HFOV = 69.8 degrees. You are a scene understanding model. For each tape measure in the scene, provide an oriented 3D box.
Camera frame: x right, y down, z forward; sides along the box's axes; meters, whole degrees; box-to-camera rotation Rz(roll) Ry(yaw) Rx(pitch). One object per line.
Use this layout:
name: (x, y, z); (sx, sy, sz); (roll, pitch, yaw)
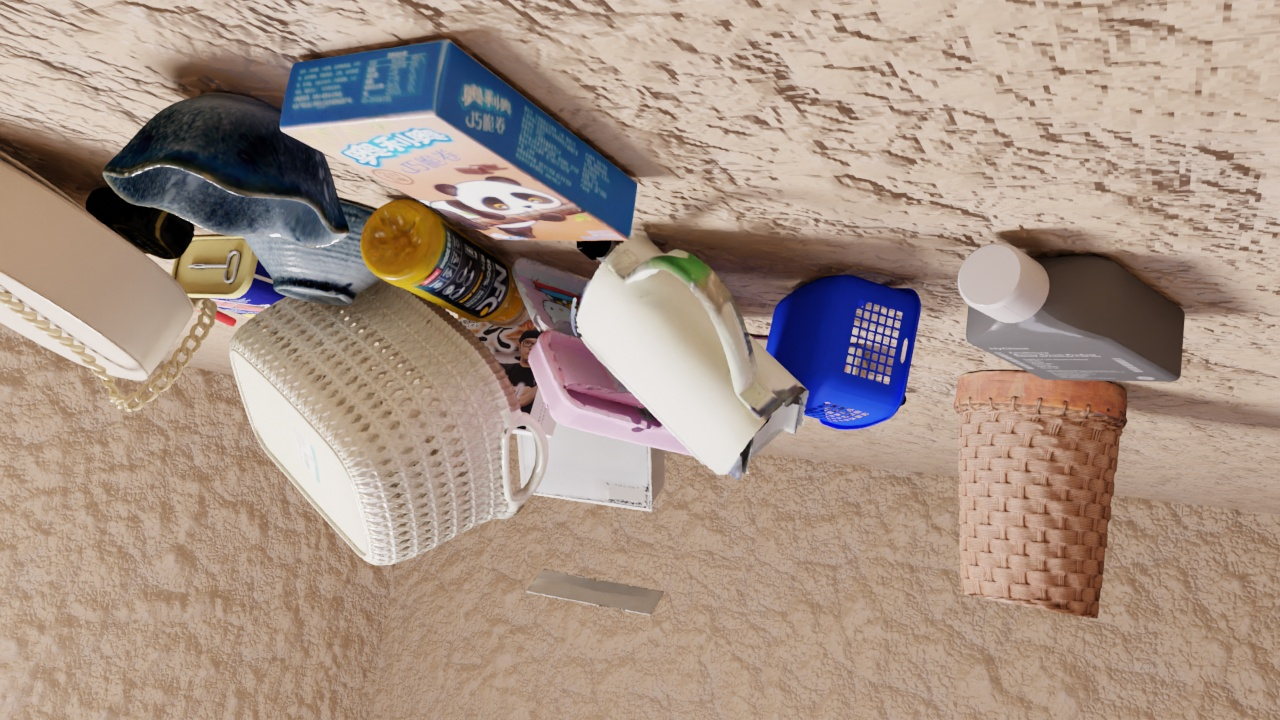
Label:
tape measure: (-0.355, -0.100, 0.661); (0.061, 0.034, 0.062); (13, 160, 15)

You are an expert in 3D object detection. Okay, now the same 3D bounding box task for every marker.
marker: (-0.019, -0.066, 0.600); (0.016, 0.022, 0.138); (1, 169, 17)

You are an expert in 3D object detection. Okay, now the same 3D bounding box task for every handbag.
handbag: (0.026, -0.008, 0.547); (0.151, 0.074, 0.176); (46, 169, 16)
handbag: (-0.431, -0.060, 0.641); (0.211, 0.103, 0.208); (0, 146, 47)

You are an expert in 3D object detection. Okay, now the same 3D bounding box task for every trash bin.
trash bin: (0.368, 0.125, 0.869); (0.151, 0.210, 0.151); (9, 172, 1)

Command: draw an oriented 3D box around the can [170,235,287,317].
can: (-0.331, -0.068, 0.792); (0.116, 0.056, 0.092); (4, 170, 31)

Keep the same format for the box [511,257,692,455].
box: (-0.004, 0.004, 0.692); (0.201, 0.038, 0.152); (17, -147, -41)

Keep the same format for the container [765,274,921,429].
container: (0.126, -0.007, 0.610); (0.058, 0.096, 0.114); (15, 171, -14)

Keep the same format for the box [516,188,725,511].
box: (-0.016, -0.027, 1.150); (0.168, 0.420, 0.174); (6, 136, 18)

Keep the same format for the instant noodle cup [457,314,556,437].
instant noodle cup: (-0.111, 0.001, 0.809); (0.123, 0.121, 0.124); (8, 172, 1)

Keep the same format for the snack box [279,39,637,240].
snack box: (-0.075, -0.093, 0.423); (0.087, 0.034, 0.151); (4, 171, 30)

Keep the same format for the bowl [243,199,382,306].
bowl: (-0.226, -0.072, 0.648); (0.137, 0.057, 0.137); (8, 172, 1)

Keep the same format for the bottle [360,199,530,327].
bottle: (-0.126, -0.059, 0.648); (0.053, 0.053, 0.186); (6, 172, 16)

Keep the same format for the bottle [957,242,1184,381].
bottle: (0.237, -0.026, 0.522); (0.173, 0.046, 0.084); (16, 169, -43)

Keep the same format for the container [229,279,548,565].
container: (-0.204, 0.039, 0.717); (0.142, 0.185, 0.246); (-32, -129, -34)

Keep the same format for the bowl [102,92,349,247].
bowl: (-0.198, -0.096, 0.452); (0.110, 0.055, 0.110); (8, 172, 1)

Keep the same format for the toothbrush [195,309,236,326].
toothbrush: (-0.454, -0.076, 0.789); (0.212, 0.018, 0.012); (28, -179, -15)

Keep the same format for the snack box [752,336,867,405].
snack box: (0.147, 0.011, 0.901); (0.143, 0.040, 0.148); (6, 172, 18)

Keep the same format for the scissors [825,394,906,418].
scissors: (0.217, 0.041, 1.030); (0.202, 0.015, 0.202); (2, -169, -18)
